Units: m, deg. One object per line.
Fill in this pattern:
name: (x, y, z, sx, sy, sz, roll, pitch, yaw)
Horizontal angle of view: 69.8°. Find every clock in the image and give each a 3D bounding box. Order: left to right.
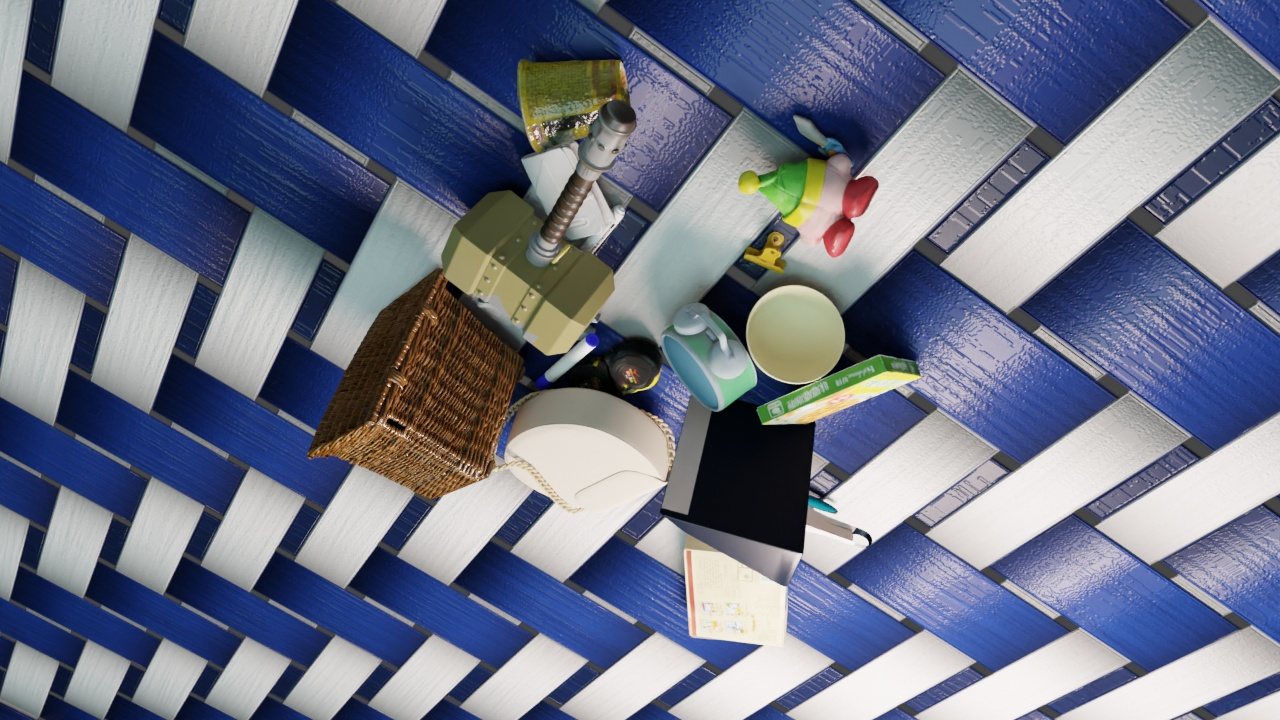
clock: (0.085, -0.011, 1.112, 0.122, 0.075, 0.162, 50, 166, 20)

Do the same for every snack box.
snack box: (0.150, 0.352, 1.422, 0.153, 0.055, 0.208, 3, 127, 12)
snack box: (0.245, 0.039, 1.127, 0.168, 0.131, 0.027, -27, 72, 30)

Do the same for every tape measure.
tape measure: (-0.066, 0.025, 1.245, 0.063, 0.038, 0.067, -6, 125, 20)
tape measure: (-0.007, 0.007, 1.215, 0.072, 0.042, 0.071, -7, 123, 25)

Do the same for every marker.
marker: (-0.099, 0.003, 1.232, 0.020, 0.020, 0.142, 37, 138, -14)
marker: (-0.059, -0.143, 1.131, 0.020, 0.017, 0.134, 8, 139, -40)

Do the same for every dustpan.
dustpan: (0.171, 0.172, 1.167, 0.273, 0.235, 0.080, 15, 129, 4)

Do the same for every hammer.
hammer: (-0.085, -0.162, 1.006, 0.190, 0.100, 0.326, 38, 141, -3)

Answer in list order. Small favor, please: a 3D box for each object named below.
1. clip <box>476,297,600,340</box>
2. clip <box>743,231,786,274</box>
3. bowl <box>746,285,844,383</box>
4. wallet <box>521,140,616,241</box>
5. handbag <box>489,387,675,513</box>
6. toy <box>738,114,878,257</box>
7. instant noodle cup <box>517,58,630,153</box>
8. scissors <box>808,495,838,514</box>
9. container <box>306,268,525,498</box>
clip: (-0.127, -0.087, 1.186, 0.163, 0.027, 0.108, 18, 128, -1)
clip: (0.152, -0.124, 1.081, 0.053, 0.035, 0.046, 24, 136, -2)
bowl: (0.179, -0.026, 1.113, 0.118, 0.118, 0.074, 22, 171, -2)
wallet: (-0.088, -0.195, 1.079, 0.086, 0.032, 0.116, -12, 118, 37)
handbag: (-0.078, 0.131, 1.263, 0.208, 0.103, 0.211, 33, 138, -25)
toy: (0.182, -0.186, 0.994, 0.131, 0.096, 0.124, 32, 123, 14)
instant noodle cup: (-0.069, -0.281, 0.988, 0.108, 0.102, 0.102, -6, 124, 8)
scissors: (0.214, 0.198, 1.307, 0.149, 0.019, 0.122, 2, 135, 14)
container: (-0.274, 0.048, 1.189, 0.163, 0.249, 0.183, -24, 128, 40)
